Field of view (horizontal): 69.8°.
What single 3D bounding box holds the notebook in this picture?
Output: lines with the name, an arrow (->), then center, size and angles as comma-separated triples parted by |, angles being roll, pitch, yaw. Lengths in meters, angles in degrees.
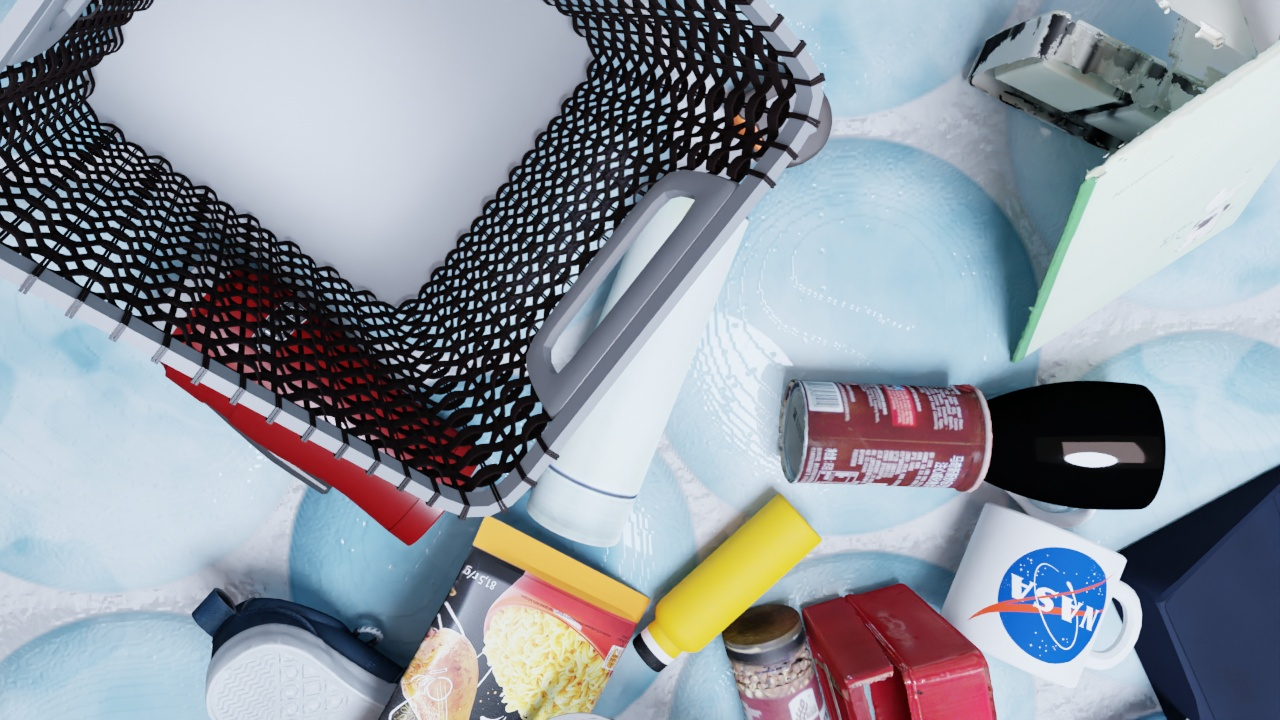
notebook -> 0.304, -0.090, 0.524 | 0.182, 0.252, 0.010 | -33, 66, 1

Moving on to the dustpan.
dustpan -> 0.419, 0.239, 0.648 | 0.273, 0.080, 0.236 | -28, 100, 0

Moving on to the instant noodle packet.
instant noodle packet -> -0.093, 0.225, 0.573 | 0.160, 0.032, 0.220 | 38, 76, -39

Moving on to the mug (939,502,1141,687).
mug -> 0.272, 0.160, 0.610 | 0.121, 0.091, 0.090 | 23, 88, 1

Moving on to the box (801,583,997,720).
box -> 0.174, 0.243, 0.608 | 0.087, 0.129, 0.158 | -18, 101, -6

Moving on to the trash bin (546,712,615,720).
trash bin -> 0.010, 0.314, 0.559 | 0.156, 0.156, 0.183 | -50, 132, 3

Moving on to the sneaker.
sneaker -> -0.184, 0.225, 0.599 | 0.089, 0.087, 0.235 | -48, 121, -5

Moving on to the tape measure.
tape measure -> 0.091, -0.152, 0.584 | 0.058, 0.038, 0.059 | -27, 100, 0

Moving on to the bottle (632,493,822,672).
bottle -> 0.056, 0.154, 0.625 | 0.143, 0.043, 0.043 | -43, 99, 2

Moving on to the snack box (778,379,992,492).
snack box -> 0.158, 0.049, 0.604 | 0.121, 0.072, 0.072 | 2, 98, -4

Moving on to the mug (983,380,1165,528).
mug -> 0.279, 0.068, 0.619 | 0.100, 0.084, 0.119 | 2, 129, 7

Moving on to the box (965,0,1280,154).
box -> 0.305, -0.192, 0.521 | 0.143, 0.187, 0.105 | 21, 95, -11

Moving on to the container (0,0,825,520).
container -> -0.119, -0.124, 0.435 | 0.245, 0.243, 0.247 | 36, 94, -32

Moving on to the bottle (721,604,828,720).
bottle -> 0.096, 0.229, 0.632 | 0.056, 0.056, 0.105 | -16, 100, -2

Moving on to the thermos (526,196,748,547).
thermos -> -0.003, 0.003, 0.586 | 0.068, 0.068, 0.230 | 21, 97, -7

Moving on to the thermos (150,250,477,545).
thermos -> -0.206, 0.031, 0.572 | 0.198, 0.083, 0.108 | 40, 127, -11
